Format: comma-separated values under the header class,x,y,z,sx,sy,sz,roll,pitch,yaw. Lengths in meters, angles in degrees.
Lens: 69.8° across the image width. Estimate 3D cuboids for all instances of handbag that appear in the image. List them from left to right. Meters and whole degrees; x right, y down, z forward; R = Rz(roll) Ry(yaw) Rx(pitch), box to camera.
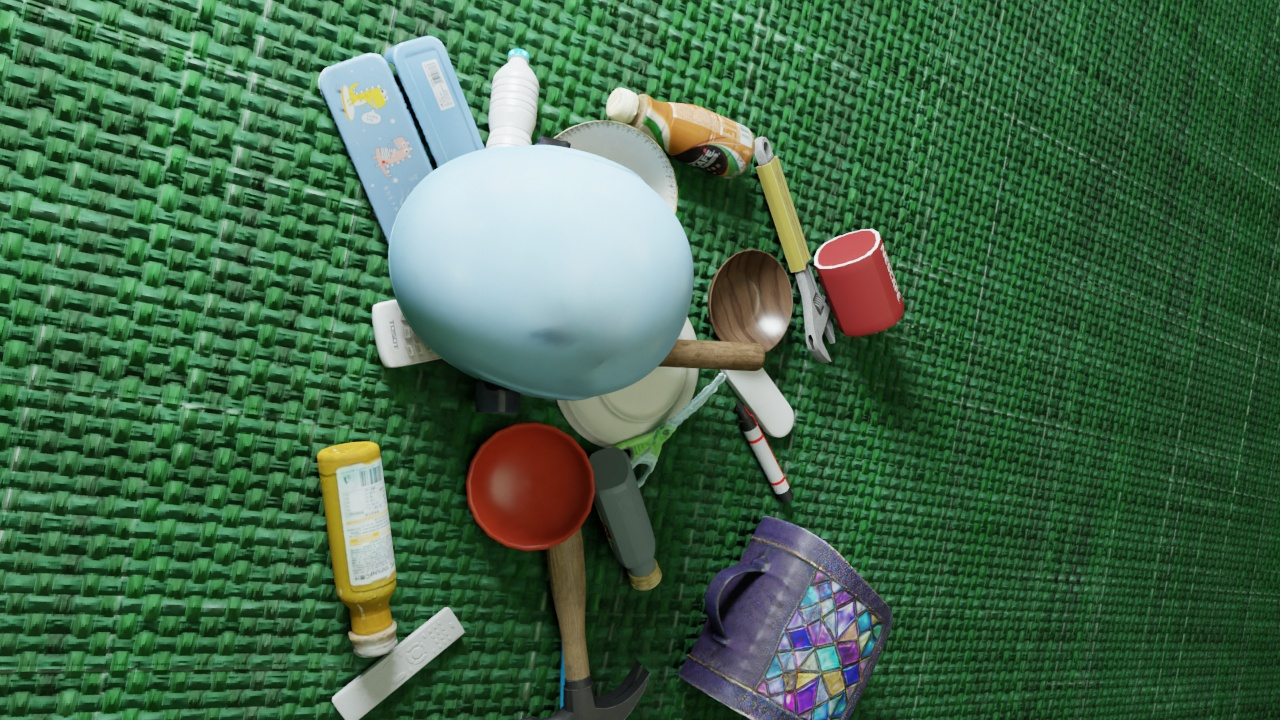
class,x,y,z,sx,sy,sz,roll,pitch,yaw
handbag,0.157,0.304,1.042,0.222,0.126,0.204,39,74,-28

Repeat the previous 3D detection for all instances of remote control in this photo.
class,x,y,z,sx,sy,sz,roll,pitch,yaw
remote control,-0.226,0.284,0.859,0.130,0.012,0.033,-37,115,-25
remote control,-0.179,-0.034,0.851,0.138,0.025,0.060,-14,102,-31
remote control,0.137,0.037,1.069,0.043,0.013,0.136,-49,117,-20

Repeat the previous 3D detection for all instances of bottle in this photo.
class,x,y,z,sx,sy,sz,roll,pitch,yaw
bottle,-0.246,0.167,0.811,0.053,0.053,0.186,-11,100,-32
bottle,-0.119,-0.224,0.851,0.044,0.044,0.136,13,73,-33
bottle,-0.013,0.171,0.946,0.046,0.072,0.161,-17,122,-1
bottle,0.041,-0.240,0.953,0.167,0.059,0.059,14,87,-33

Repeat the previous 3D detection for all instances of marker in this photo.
class,x,y,z,sx,sy,sz,roll,pitch,yaw
marker,0.143,0.106,1.076,0.019,0.019,0.145,-39,114,-24

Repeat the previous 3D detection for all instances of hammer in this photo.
class,x,y,z,sx,sy,sz,roll,pitch,yaw
hammer,-0.068,0.229,0.932,0.132,0.040,0.305,-6,94,-19
hammer,-0.009,-0.011,0.915,0.321,0.040,0.129,2,88,-29

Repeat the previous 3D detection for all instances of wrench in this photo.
class,x,y,z,sx,sy,sz,roll,pitch,yaw
wrench,0.179,-0.127,1.065,0.083,0.018,0.273,-45,118,-53

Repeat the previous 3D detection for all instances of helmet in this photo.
class,x,y,z,sx,sy,sz,roll,pitch,yaw
helmet,-0.075,-0.078,0.770,0.265,0.167,0.225,12,89,-16

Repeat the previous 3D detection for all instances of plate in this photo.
class,x,y,z,sx,sy,sz,roll,pitch,yaw
plate,-0.006,0.006,0.962,0.182,0.034,0.182,-4,97,-32

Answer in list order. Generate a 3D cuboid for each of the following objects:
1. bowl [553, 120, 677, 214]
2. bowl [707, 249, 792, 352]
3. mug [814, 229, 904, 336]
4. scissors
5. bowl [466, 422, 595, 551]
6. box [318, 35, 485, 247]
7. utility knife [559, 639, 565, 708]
class,x,y,z,sx,sy,sz,roll,pitch,yaw
bowl,-0.036,-0.163,0.891,0.145,0.063,0.145,1,112,3
bowl,0.116,-0.065,1.034,0.119,0.032,0.119,-3,96,-33
mug,0.263,-0.101,1.100,0.096,0.081,0.116,63,28,-25
scissors,0.026,0.073,0.957,0.174,0.033,0.065,-45,121,4
bowl,-0.105,0.120,0.887,0.122,0.035,0.122,0,90,-1
box,-0.191,-0.175,0.823,0.126,0.039,0.209,-30,108,-28
utility knife,-0.074,0.345,0.961,0.031,0.015,0.198,2,90,-28
